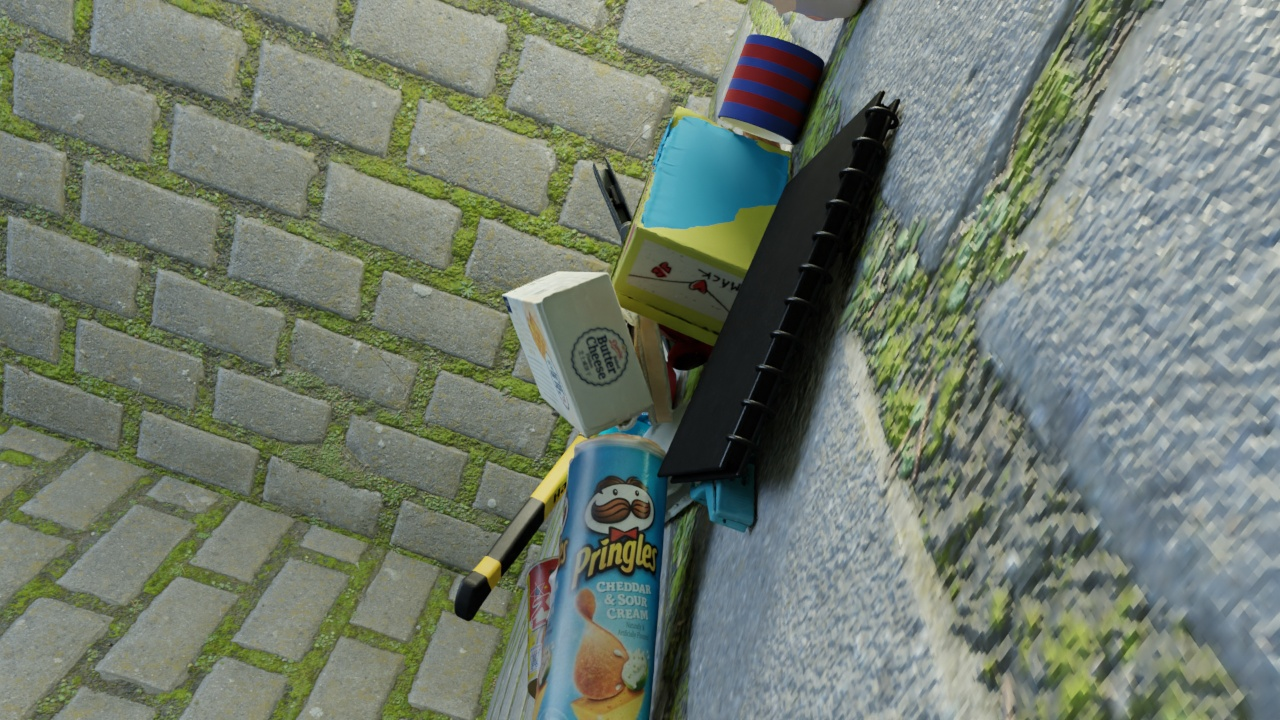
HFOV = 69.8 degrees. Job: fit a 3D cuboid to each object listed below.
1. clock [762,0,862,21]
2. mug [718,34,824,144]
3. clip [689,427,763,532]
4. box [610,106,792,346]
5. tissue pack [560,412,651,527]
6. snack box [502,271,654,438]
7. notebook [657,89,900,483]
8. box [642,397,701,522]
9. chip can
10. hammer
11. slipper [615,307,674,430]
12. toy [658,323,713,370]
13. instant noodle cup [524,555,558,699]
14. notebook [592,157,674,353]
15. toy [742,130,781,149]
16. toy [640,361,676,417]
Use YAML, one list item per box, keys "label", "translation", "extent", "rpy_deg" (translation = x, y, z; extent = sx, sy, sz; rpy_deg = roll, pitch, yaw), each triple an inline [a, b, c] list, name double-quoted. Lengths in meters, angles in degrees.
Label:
- label: "clock"
  translation: [0.121, -0.320, 0.754]
  extent: [0.160, 0.131, 0.086]
  rpy_deg: [-85, 15, -74]
- label: "mug"
  translation: [0.113, -0.251, 0.852]
  extent: [0.076, 0.075, 0.112]
  rpy_deg: [-70, 24, 9]
- label: "clip"
  translation: [0.052, 0.072, 0.582]
  extent: [0.119, 0.033, 0.120]
  rpy_deg: [121, 169, -54]
- label: "box"
  translation: [0.055, -0.116, 0.759]
  extent: [0.220, 0.124, 0.079]
  rpy_deg: [-78, 10, -51]
- label: "tissue pack"
  translation: [-0.028, 0.123, 0.936]
  extent: [0.144, 0.062, 0.093]
  rpy_deg: [-42, -28, -54]
- label: "snack box"
  translation: [-0.056, -0.013, 0.731]
  extent: [0.208, 0.057, 0.104]
  rpy_deg: [-159, 47, -74]
- label: "notebook"
  translation: [0.079, -0.034, 0.559]
  extent: [0.231, 0.019, 0.169]
  rpy_deg: [-65, 6, -12]
- label: "box"
  translation: [0.021, 0.084, 0.774]
  extent: [0.214, 0.063, 0.118]
  rpy_deg: [119, 172, -72]
- label: "chip can"
  translation: [-0.025, 0.164, 0.595]
  extent: [0.080, 0.080, 0.229]
  rpy_deg: [115, 164, -55]
- label: "hammer"
  translation: [-0.089, 0.132, 0.918]
  extent: [0.323, 0.034, 0.170]
  rpy_deg: [-52, -23, -47]
- label: "slipper"
  translation: [-0.005, 0.005, 0.814]
  extent: [0.272, 0.054, 0.114]
  rpy_deg: [-153, 60, -85]
- label: "toy"
  translation: [0.061, -0.062, 0.888]
  extent: [0.124, 0.097, 0.131]
  rpy_deg: [62, -153, -54]
- label: "instant noodle cup"
  translation: [-0.064, 0.253, 0.852]
  extent: [0.112, 0.100, 0.101]
  rpy_deg: [-86, 14, -46]
- label: "notebook"
  translation: [0.002, -0.107, 1.035]
  extent: [0.169, 0.029, 0.209]
  rpy_deg: [65, 180, -74]
- label: "toy"
  translation: [0.126, -0.233, 0.944]
  extent: [0.055, 0.041, 0.101]
  rpy_deg: [-39, 15, 38]
- label: "toy"
  translation: [0.015, 0.044, 1.041]
  extent: [0.135, 0.045, 0.091]
  rpy_deg: [75, -148, -87]
